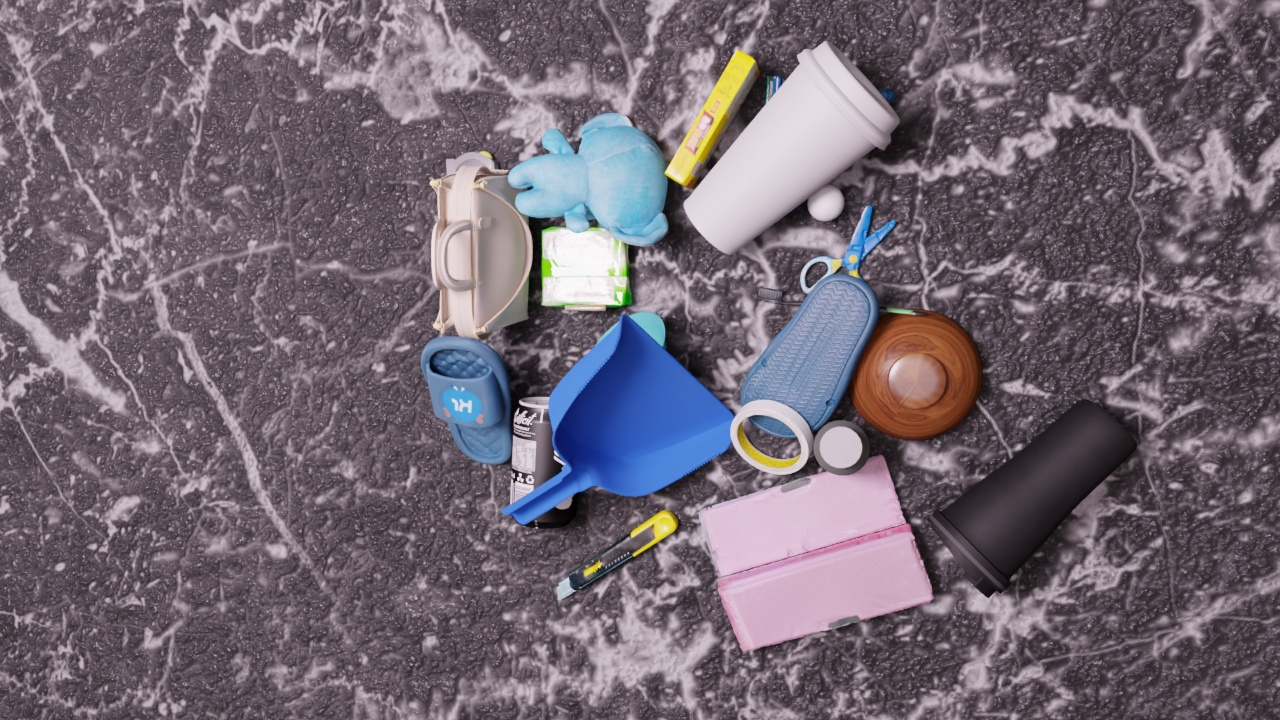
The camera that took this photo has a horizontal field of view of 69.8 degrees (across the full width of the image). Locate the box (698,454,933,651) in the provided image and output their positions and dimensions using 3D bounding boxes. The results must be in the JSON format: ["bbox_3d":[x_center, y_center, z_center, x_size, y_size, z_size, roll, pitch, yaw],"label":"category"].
[{"bbox_3d":[0.197,0.225,1.053,0.233,0.050,0.180,-21,89,14],"label":"box"}]

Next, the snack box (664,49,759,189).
[{"bbox_3d":[0.080,-0.263,1.017,0.025,0.075,0.152,32,101,6],"label":"snack box"}]

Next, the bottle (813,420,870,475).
[{"bbox_3d":[0.219,0.095,0.999,0.060,0.108,0.060,-1,84,13],"label":"bottle"}]

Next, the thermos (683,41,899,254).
[{"bbox_3d":[0.152,-0.216,0.978,0.222,0.131,0.131,-42,85,26],"label":"thermos"}]

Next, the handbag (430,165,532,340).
[{"bbox_3d":[-0.188,-0.117,1.019,0.101,0.197,0.195,4,103,10],"label":"handbag"}]

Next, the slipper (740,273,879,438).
[{"bbox_3d":[0.193,0.000,1.021,0.104,0.059,0.214,37,118,14],"label":"slipper"}]

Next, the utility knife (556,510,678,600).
[{"bbox_3d":[-0.033,0.241,1.122,0.187,0.020,0.029,-36,85,15],"label":"utility knife"}]

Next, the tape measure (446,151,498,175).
[{"bbox_3d":[-0.205,-0.221,1.116,0.065,0.016,0.064,-1,96,13],"label":"tape measure"}]

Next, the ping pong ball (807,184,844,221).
[{"bbox_3d":[0.205,-0.174,1.014,0.040,0.040,0.040,1,96,13],"label":"ping pong ball"}]

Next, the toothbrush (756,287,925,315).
[{"bbox_3d":[0.220,-0.065,1.022,0.188,0.014,0.017,8,109,21],"label":"toothbrush"}]

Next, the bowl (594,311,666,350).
[{"bbox_3d":[-0.006,0.006,1.065,0.121,0.121,0.046,-40,126,13],"label":"bowl"}]

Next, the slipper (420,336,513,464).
[{"bbox_3d":[-0.203,0.054,1.072,0.104,0.059,0.214,9,136,14],"label":"slipper"}]

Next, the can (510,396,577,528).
[{"bbox_3d":[-0.113,0.121,1.096,0.080,0.080,0.146,5,96,12],"label":"can"}]

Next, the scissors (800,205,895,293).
[{"bbox_3d":[0.229,-0.119,1.031,0.097,0.020,0.133,18,100,8],"label":"scissors"}]

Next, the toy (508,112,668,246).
[{"bbox_3d":[-0.055,-0.194,1.036,0.180,0.115,0.183,-14,71,-11],"label":"toy"}]

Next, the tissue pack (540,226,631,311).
[{"bbox_3d":[-0.067,-0.108,1.087,0.114,0.034,0.099,1,93,13],"label":"tissue pack"}]

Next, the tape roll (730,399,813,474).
[{"bbox_3d":[0.148,0.087,1.039,0.094,0.019,0.094,18,132,21],"label":"tape roll"}]

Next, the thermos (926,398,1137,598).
[{"bbox_3d":[0.413,0.141,0.972,0.106,0.105,0.219,45,98,5],"label":"thermos"}]

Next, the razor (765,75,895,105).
[{"bbox_3d":[0.209,-0.291,1.014,0.141,0.018,0.044,4,106,9],"label":"razor"}]

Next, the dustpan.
[{"bbox_3d":[-0.049,0.095,1.015,0.258,0.245,0.059,-33,46,16],"label":"dustpan"}]

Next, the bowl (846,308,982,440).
[{"bbox_3d":[0.298,0.019,0.997,0.147,0.068,0.147,1,96,13],"label":"bowl"}]
